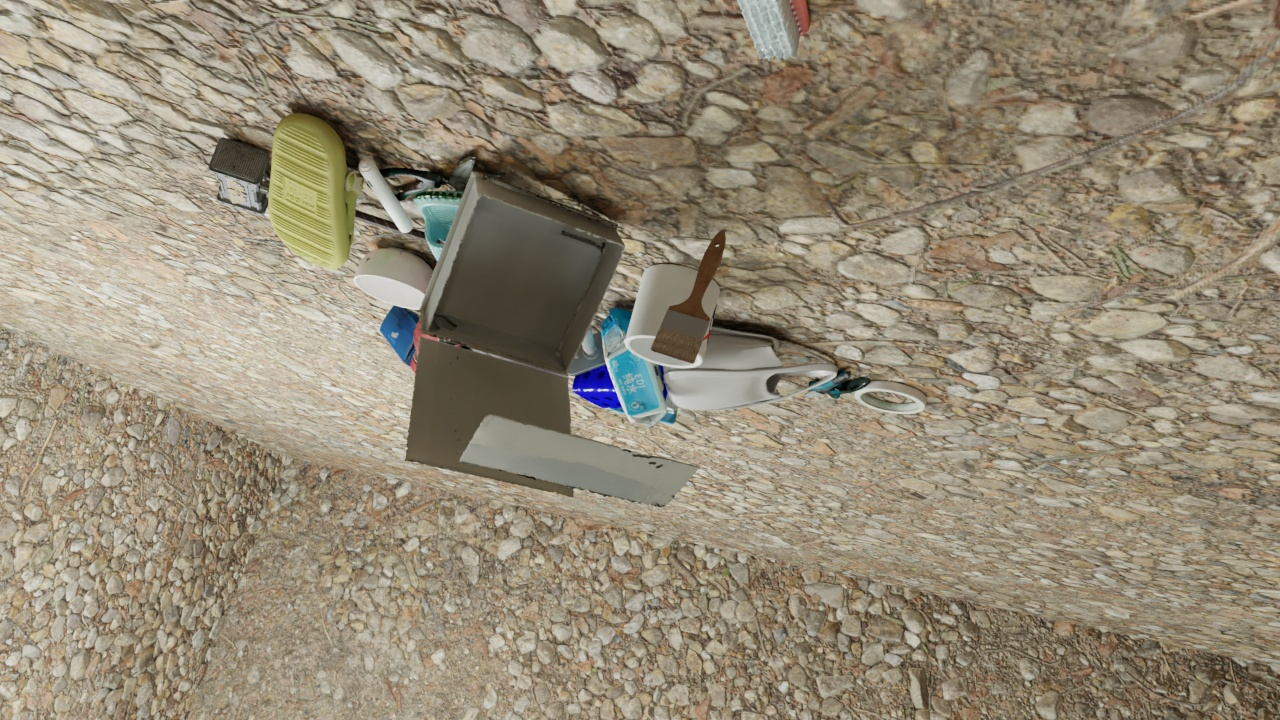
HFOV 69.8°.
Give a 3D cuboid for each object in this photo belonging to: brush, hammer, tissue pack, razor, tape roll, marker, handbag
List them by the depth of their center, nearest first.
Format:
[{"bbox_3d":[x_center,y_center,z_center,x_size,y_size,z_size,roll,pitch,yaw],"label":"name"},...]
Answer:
[{"bbox_3d":[0.067,-0.243,0.549,0.041,0.030,0.172,6,159,25],"label":"brush"},{"bbox_3d":[0.057,-0.066,0.899,0.045,0.143,0.008,19,163,17],"label":"brush"},{"bbox_3d":[-0.275,-0.178,0.991,0.020,0.017,0.134,51,171,19],"label":"marker"},{"bbox_3d":[-0.327,-0.169,1.074,0.322,0.044,0.099,17,162,-14],"label":"hammer"},{"bbox_3d":[-0.007,0.007,1.180,0.062,0.092,0.144,-18,119,4],"label":"tissue pack"},{"bbox_3d":[0.146,0.012,1.215,0.223,0.095,0.216,-1,160,8],"label":"handbag"},{"bbox_3d":[-0.070,-0.025,1.223,0.088,0.047,0.116,-20,162,-4],"label":"razor"},{"bbox_3d":[0.335,0.050,1.232,0.093,0.013,0.093,13,162,4],"label":"tape roll"},{"bbox_3d":[-0.005,0.061,1.467,0.136,0.055,0.075,11,166,12],"label":"brush"}]

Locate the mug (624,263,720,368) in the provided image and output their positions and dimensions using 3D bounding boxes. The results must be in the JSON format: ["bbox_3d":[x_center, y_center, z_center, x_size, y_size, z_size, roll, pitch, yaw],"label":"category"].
[{"bbox_3d":[0.030,-0.047,1.062,0.091,0.090,0.121,23,161,-23],"label":"mug"}]

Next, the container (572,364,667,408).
[{"bbox_3d":[-0.026,0.023,1.324,0.114,0.085,0.084,-1,155,44],"label":"container"}]

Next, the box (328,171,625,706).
[{"bbox_3d":[-0.156,0.078,0.905,0.166,0.505,0.149,16,167,-22],"label":"box"}]

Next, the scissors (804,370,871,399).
[{"bbox_3d":[0.266,0.038,1.245,0.139,0.019,0.129,6,161,31],"label":"scissors"}]

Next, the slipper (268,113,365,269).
[{"bbox_3d":[-0.340,-0.186,0.974,0.091,0.081,0.191,21,136,3],"label":"slipper"}]

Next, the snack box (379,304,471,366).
[{"bbox_3d":[-0.262,0.011,1.375,0.238,0.056,0.195,32,180,-30],"label":"snack box"}]

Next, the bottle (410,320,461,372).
[{"bbox_3d":[-0.252,-0.049,1.183,0.062,0.062,0.177,21,125,-19],"label":"bottle"}]

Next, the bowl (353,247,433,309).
[{"bbox_3d":[-0.318,-0.112,1.206,0.105,0.054,0.105,12,163,3],"label":"bowl"}]

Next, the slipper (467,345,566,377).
[{"bbox_3d":[-0.191,-0.013,1.364,0.112,0.074,0.246,13,168,41],"label":"slipper"}]

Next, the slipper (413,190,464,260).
[{"bbox_3d":[-0.158,-0.111,1.037,0.116,0.069,0.276,0,162,18],"label":"slipper"}]

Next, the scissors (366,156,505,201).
[{"bbox_3d":[-0.220,-0.188,0.966,0.154,0.015,0.210,21,161,-14],"label":"scissors"}]
